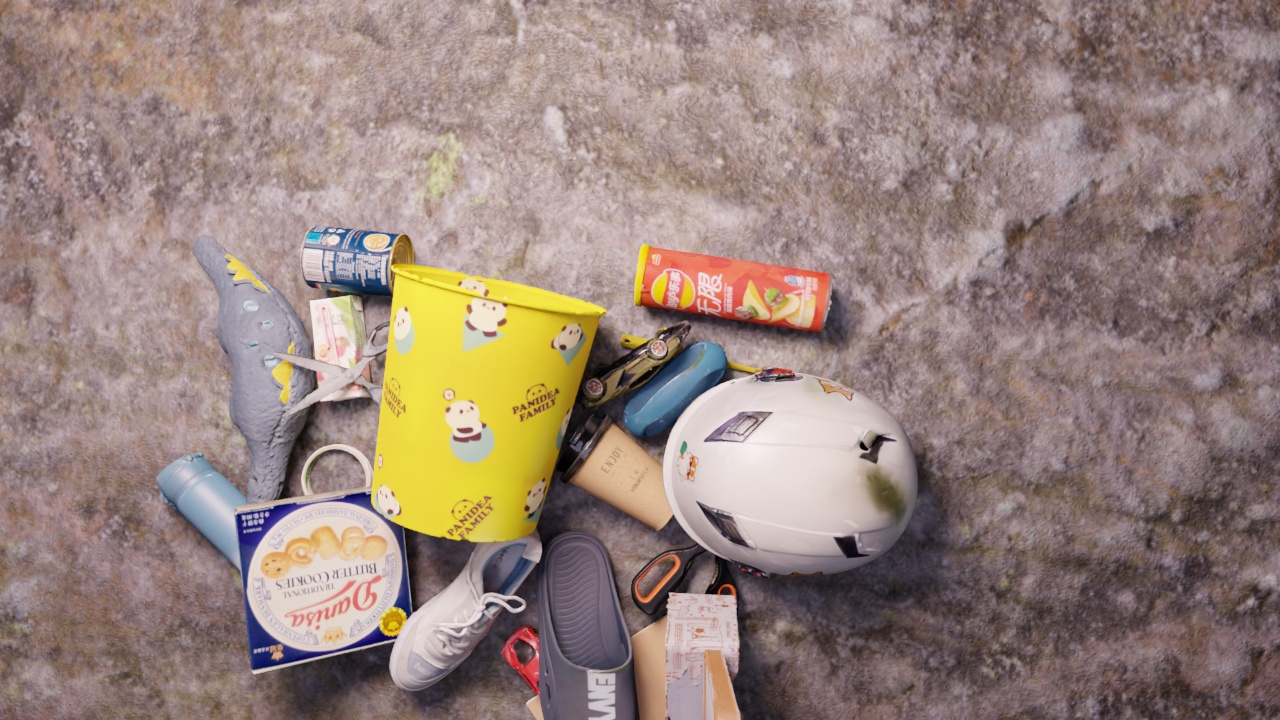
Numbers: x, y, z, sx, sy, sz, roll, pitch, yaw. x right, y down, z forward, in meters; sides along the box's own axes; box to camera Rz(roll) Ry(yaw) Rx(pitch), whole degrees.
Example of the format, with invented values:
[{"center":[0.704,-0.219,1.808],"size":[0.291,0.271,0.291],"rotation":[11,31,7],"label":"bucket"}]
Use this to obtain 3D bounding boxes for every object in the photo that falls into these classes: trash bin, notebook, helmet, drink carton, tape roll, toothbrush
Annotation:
[{"center":[-0.176,0.044,0.991],"size":[0.229,0.229,0.255],"rotation":[13,97,5],"label":"trash bin"},{"center":[-0.007,0.411,1.076],"size":[0.211,0.012,0.149],"rotation":[-33,88,5],"label":"notebook"},{"center":[0.172,0.126,0.963],"size":[0.274,0.157,0.230],"rotation":[9,90,-12],"label":"helmet"},{"center":[-0.356,-0.014,1.088],"size":[0.053,0.045,0.122],"rotation":[-6,89,6],"label":"drink carton"},{"center":[-0.365,0.144,1.106],"size":[0.086,0.014,0.086],"rotation":[0,90,5],"label":"tape roll"},{"center":[0.069,-0.003,1.063],"size":[0.190,0.016,0.015],"rotation":[13,92,5],"label":"toothbrush"}]

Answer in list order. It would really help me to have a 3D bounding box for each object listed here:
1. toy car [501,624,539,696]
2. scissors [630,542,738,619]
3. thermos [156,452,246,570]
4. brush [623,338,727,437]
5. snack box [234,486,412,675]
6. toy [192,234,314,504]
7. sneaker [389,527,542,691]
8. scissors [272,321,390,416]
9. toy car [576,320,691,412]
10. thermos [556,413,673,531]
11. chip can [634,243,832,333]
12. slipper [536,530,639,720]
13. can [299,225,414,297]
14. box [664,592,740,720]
[{"center":[-0.114,0.360,1.069],"size":[0.049,0.031,0.106],"rotation":[-46,77,2],"label":"toy car"},{"center":[0.090,0.223,1.059],"size":[0.224,0.022,0.204],"rotation":[-29,91,-4],"label":"scissors"},{"center":[-0.481,0.201,1.094],"size":[0.220,0.070,0.070],"rotation":[42,94,4],"label":"thermos"},{"center":[0.038,0.034,1.031],"size":[0.144,0.073,0.055],"rotation":[-41,91,15],"label":"brush"},{"center":[-0.358,0.244,1.049],"size":[0.177,0.046,0.182],"rotation":[-6,89,-27],"label":"snack box"},{"center":[-0.446,0.010,1.075],"size":[0.138,0.091,0.356],"rotation":[-15,84,23],"label":"toy"},{"center":[-0.191,0.287,1.040],"size":[0.089,0.091,0.242],"rotation":[37,90,-28],"label":"sneaker"},{"center":[-0.331,0.013,1.058],"size":[0.181,0.014,0.159],"rotation":[32,67,-29],"label":"scissors"},{"center":[-0.006,0.006,1.034],"size":[0.158,0.070,0.042],"rotation":[-33,97,17],"label":"toy car"},{"center":[-0.022,0.128,1.040],"size":[0.143,0.093,0.093],"rotation":[36,93,-3],"label":"thermos"},{"center":[0.103,-0.080,1.033],"size":[0.216,0.073,0.073],"rotation":[10,91,5],"label":"chip can"},{"center":[-0.062,0.324,1.023],"size":[0.110,0.083,0.268],"rotation":[-7,79,-11],"label":"slipper"},{"center":[-0.330,-0.116,1.071],"size":[0.111,0.075,0.075],"rotation":[7,91,6],"label":"can"},{"center":[0.065,0.366,0.922],"size":[0.082,0.260,0.177],"rotation":[0,102,2],"label":"box"}]
